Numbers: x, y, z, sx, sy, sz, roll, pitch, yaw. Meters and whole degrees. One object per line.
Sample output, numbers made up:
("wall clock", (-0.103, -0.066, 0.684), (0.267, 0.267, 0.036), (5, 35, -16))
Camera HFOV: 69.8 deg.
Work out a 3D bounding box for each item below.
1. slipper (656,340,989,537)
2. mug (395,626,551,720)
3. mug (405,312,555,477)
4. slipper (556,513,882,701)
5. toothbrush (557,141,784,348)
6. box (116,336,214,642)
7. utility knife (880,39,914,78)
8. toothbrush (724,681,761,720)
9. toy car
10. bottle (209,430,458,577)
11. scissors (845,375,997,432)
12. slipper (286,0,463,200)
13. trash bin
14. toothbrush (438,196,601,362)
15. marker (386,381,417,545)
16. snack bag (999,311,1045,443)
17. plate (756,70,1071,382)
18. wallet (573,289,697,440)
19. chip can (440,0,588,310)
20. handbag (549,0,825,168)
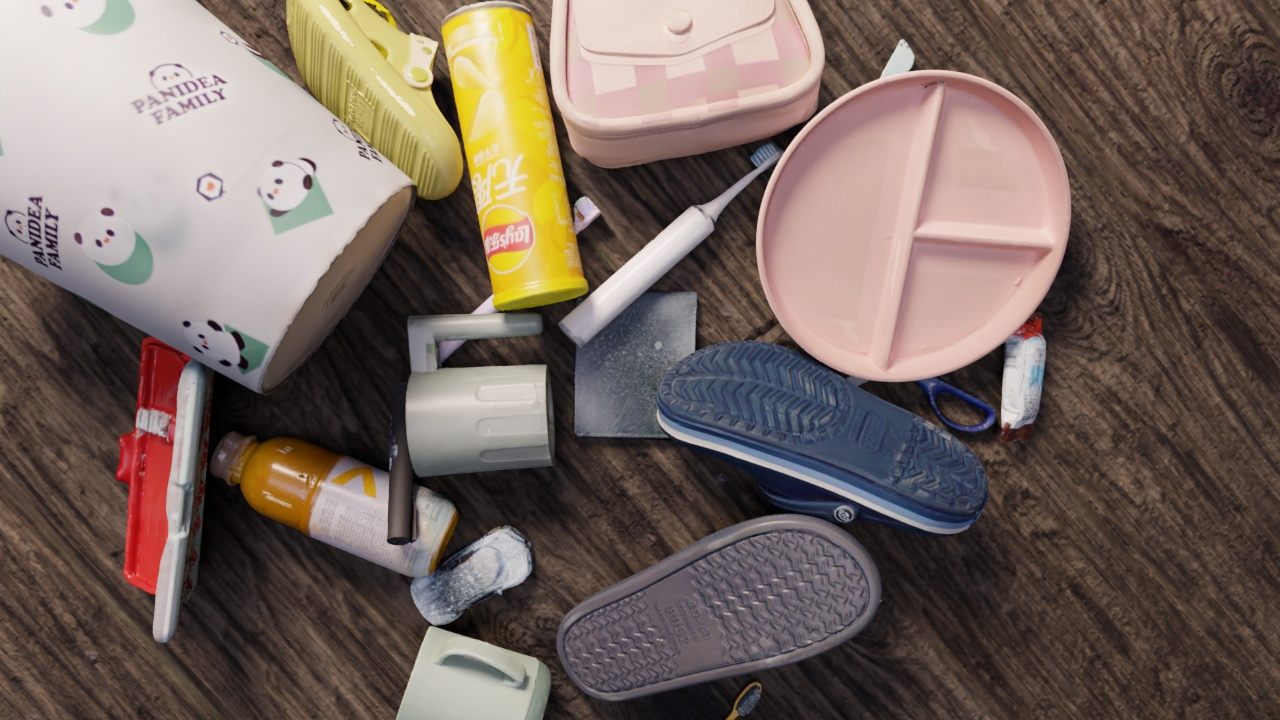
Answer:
("slipper", (0.133, 0.068, 0.702), (0.253, 0.104, 0.095), (20, 132, 6))
("mug", (-0.126, 0.256, 0.718), (0.106, 0.082, 0.112), (19, 129, -3))
("mug", (-0.121, 0.025, 0.701), (0.103, 0.083, 0.124), (-3, 96, -1))
("slipper", (0.057, 0.188, 0.726), (0.269, 0.083, 0.110), (-25, 91, 21))
("toothbrush", (0.027, -0.091, 0.706), (0.221, 0.027, 0.026), (-42, 84, -4))
("box", (-0.351, 0.090, 0.689), (0.060, 0.161, 0.201), (3, 99, -39))
("utility knife", (0.160, -0.159, 0.711), (0.034, 0.018, 0.191), (28, 94, -2))
("toothbrush", (0.042, 0.344, 0.766), (0.016, 0.018, 0.191), (36, 95, -2))
("toy car", (-0.136, 0.175, 0.744), (0.105, 0.031, 0.049), (-31, 96, 3))
("bottle", (-0.240, 0.108, 0.718), (0.189, 0.068, 0.068), (23, 96, -2))
("scissors", (0.219, -0.003, 0.730), (0.176, 0.012, 0.162), (-40, 94, 7))
("slipper", (-0.186, -0.205, 0.685), (0.081, 0.092, 0.190), (-37, 84, -35))
("trash bin", (-0.309, -0.121, 0.624), (0.252, 0.229, 0.229), (35, 95, -8))
("toothbrush", (-0.105, -0.057, 0.723), (0.189, 0.029, 0.021), (-43, 132, 6))
("marker", (-0.181, 0.077, 0.701), (0.022, 0.020, 0.131), (13, 53, -29))
("snack bag", (0.300, 0.014, 0.722), (0.045, 0.026, 0.105), (-2, 96, -39))
("plate", (0.198, -0.094, 0.676), (0.229, 0.028, 0.230), (-1, 112, -2))
("wallet", (-0.004, 0.004, 0.731), (0.097, 0.019, 0.121), (2, 98, 0))
("chip can", (-0.092, -0.147, 0.674), (0.072, 0.072, 0.213), (-11, 89, 2))
("handbag", (0.023, -0.270, 0.674), (0.193, 0.093, 0.234), (-9, 89, 1))
